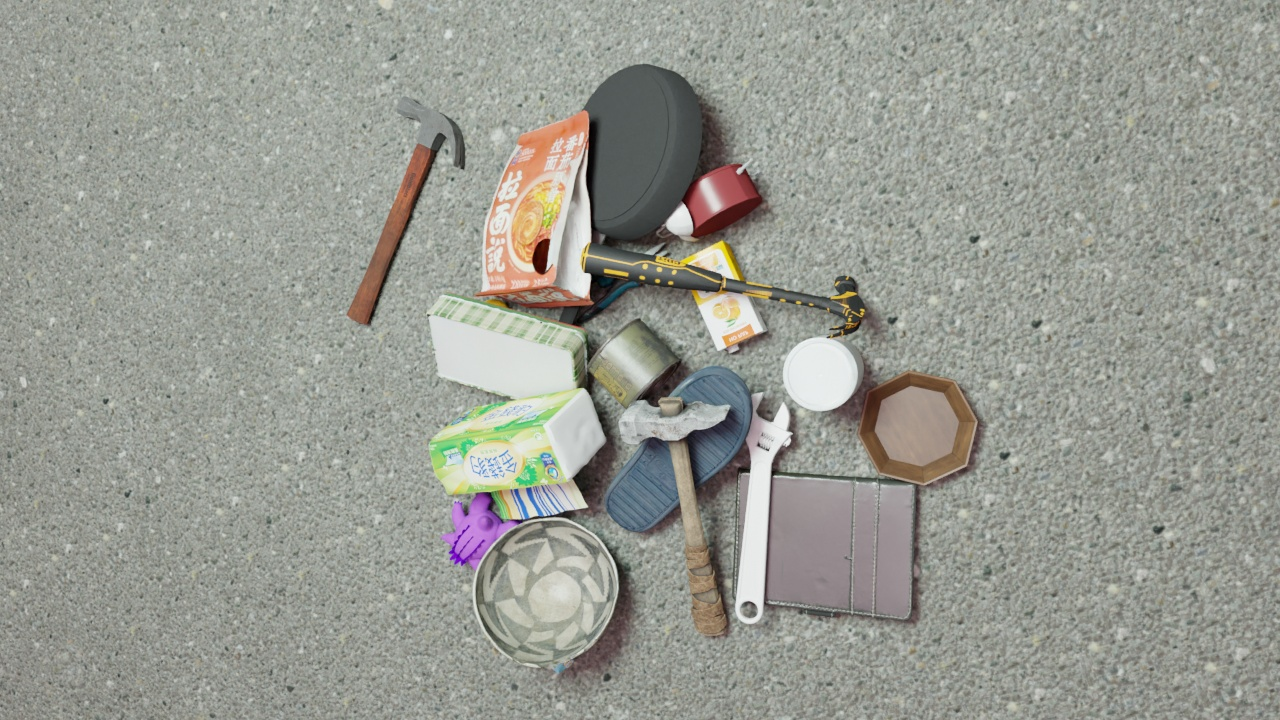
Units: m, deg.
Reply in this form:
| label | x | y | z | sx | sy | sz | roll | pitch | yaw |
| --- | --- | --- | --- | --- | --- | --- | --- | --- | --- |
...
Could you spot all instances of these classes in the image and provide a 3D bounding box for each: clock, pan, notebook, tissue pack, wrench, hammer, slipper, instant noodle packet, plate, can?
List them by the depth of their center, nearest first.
| label | x | y | z | sx | sy | sz | roll | pitch | yaw |
| --- | --- | --- | --- | --- | --- | --- | --- | --- | --- |
| hammer | 0.090 | -0.084 | 1.020 | 0.320 | 0.123 | 0.036 | 11 | 125 | 2 |
| plate | 0.314 | 0.075 | 1.042 | 0.131 | 0.025 | 0.131 | 1 | 93 | 16 |
| hammer | 0.061 | 0.187 | 1.063 | 0.122 | 0.048 | 0.319 | -2 | 114 | 21 |
| clock | 0.080 | -0.180 | 1.064 | 0.138 | 0.096 | 0.048 | -28 | 84 | 13 |
| notebook | 0.214 | 0.216 | 1.078 | 0.209 | 0.029 | 0.169 | 3 | 91 | 20 |
| wrench | 0.138 | 0.174 | 1.080 | 0.066 | 0.018 | 0.273 | 5 | 91 | 17 |
| pan | -0.045 | -0.177 | 1.087 | 0.204 | 0.044 | 0.356 | 40 | 112 | 43 |
| slipper | 0.052 | 0.104 | 1.100 | 0.101 | 0.082 | 0.264 | 39 | 121 | 5 |
| can | -0.007 | 0.007 | 1.101 | 0.074 | 0.089 | 0.090 | 46 | 103 | 9 |
| instant noodle packet | -0.116 | -0.179 | 1.107 | 0.165 | 0.083 | 0.221 | 2 | 82 | 53 |
| tissue pack | -0.141 | 0.129 | 1.121 | 0.198 | 0.120 | 0.141 | -8 | 111 | 37 |
| hammer | -0.322 | -0.188 | 1.218 | 0.111 | 0.028 | 0.301 | 27 | 100 | 15 |

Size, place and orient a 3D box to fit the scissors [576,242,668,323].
| label | x | y | z | sx | sy | sz | roll | pitch | yaw |
| --- | --- | --- | --- | --- | --- | --- | --- | --- | --- |
| scissors | -0.036 | -0.102 | 1.140 | 0.144 | 0.019 | 0.126 | 12 | 97 | 16 |

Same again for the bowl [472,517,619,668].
| label | x | y | z | sx | sy | sz | roll | pitch | yaw |
| --- | --- | --- | --- | --- | --- | --- | --- | --- | --- |
| bowl | -0.113 | 0.290 | 1.141 | 0.178 | 0.081 | 0.178 | -1 | 67 | 2 |

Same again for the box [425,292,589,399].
| label | x | y | z | sx | sy | sz | roll | pitch | yaw |
| --- | --- | --- | --- | --- | --- | --- | --- | --- | --- |
| box | -0.164 | -0.008 | 1.144 | 0.206 | 0.050 | 0.118 | 14 | 134 | 17 |

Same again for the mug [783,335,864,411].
| label | x | y | z | sx | sy | sz | roll | pitch | yaw |
| --- | --- | --- | --- | --- | --- | --- | --- | --- | --- |
| mug | 0.206 | 0.013 | 1.030 | 0.082 | 0.105 | 0.082 | 1 | 93 | 17 |

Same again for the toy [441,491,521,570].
| label | x | y | z | sx | sy | sz | roll | pitch | yaw |
| --- | --- | --- | --- | --- | --- | --- | --- | --- | --- |
| toy | -0.211 | 0.226 | 1.188 | 0.106 | 0.055 | 0.088 | 42 | 105 | 9 |

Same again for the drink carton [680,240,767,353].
| label | x | y | z | sx | sy | sz | roll | pitch | yaw |
| --- | --- | --- | --- | --- | --- | --- | --- | --- | --- |
| drink carton | 0.100 | -0.073 | 1.091 | 0.059 | 0.040 | 0.122 | -25 | 85 | 16 |

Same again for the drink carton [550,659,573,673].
| label | x | y | z | sx | sy | sz | roll | pitch | yaw |
| --- | --- | --- | --- | --- | --- | --- | --- | --- | --- |
| drink carton | -0.136 | 0.347 | 1.180 | 0.129 | 0.038 | 0.044 | 36 | 101 | 12 |

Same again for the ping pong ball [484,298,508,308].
| label | x | y | z | sx | sy | sz | roll | pitch | yaw |
| --- | --- | --- | --- | --- | --- | --- | --- | --- | --- |
| ping pong ball | -0.188 | -0.059 | 1.177 | 0.040 | 0.040 | 0.040 | 1 | 92 | 16 |
